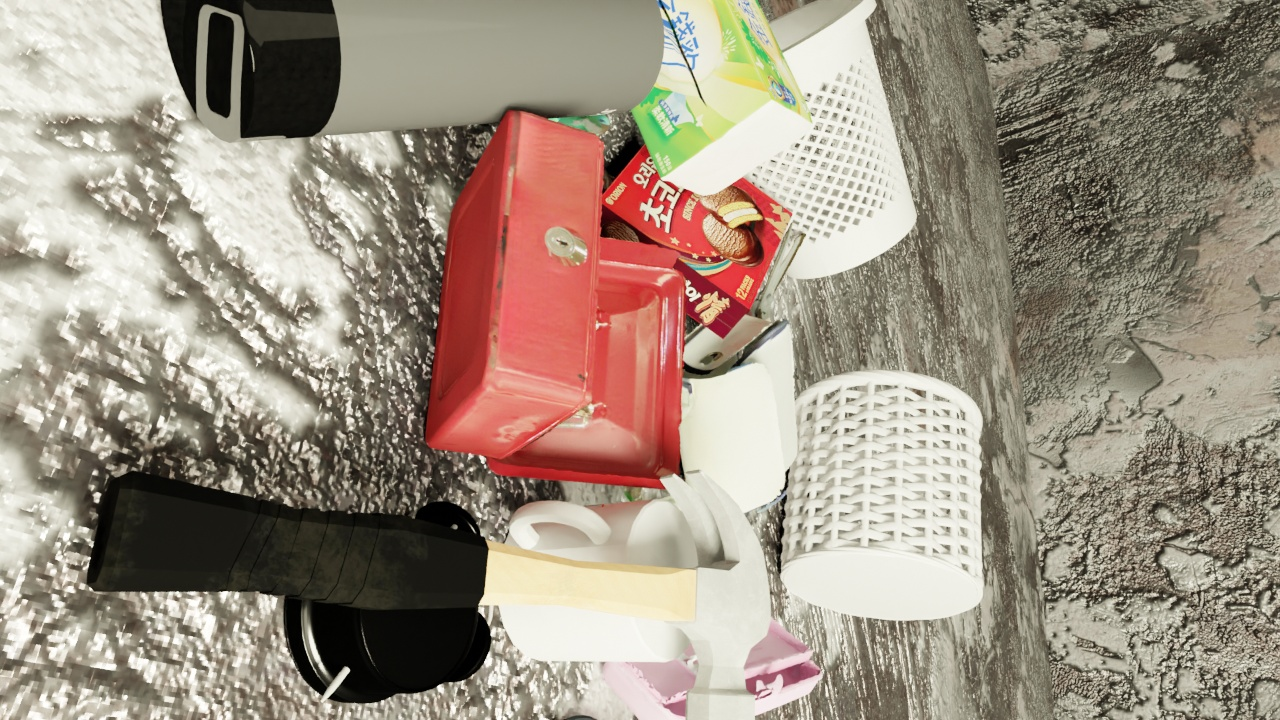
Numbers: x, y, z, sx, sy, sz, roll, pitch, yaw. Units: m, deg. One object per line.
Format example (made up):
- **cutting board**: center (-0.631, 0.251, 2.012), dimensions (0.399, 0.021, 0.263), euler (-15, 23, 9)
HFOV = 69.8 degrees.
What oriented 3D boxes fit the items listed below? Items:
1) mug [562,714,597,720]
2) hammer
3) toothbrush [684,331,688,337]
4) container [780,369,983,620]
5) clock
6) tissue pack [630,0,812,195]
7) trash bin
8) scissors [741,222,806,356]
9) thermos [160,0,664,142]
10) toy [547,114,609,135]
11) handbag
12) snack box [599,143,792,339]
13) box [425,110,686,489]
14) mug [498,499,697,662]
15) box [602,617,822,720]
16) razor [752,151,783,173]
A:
- **mug**: center (-0.022, 0.263, 0.545), dimensions (0.077, 0.071, 0.105), euler (28, 31, -55)
- **hammer**: center (-0.063, 0.098, 0.420), dimensions (0.327, 0.039, 0.131), euler (17, 67, -37)
- **toothbrush**: center (0.076, 0.020, 0.832), dimensions (0.181, 0.018, 0.015), euler (46, 43, -44)
- **container**: center (0.238, 0.136, 0.904), dimensions (0.189, 0.190, 0.186), euler (46, 45, -44)
- **clock**: center (-0.112, 0.116, 0.447), dimensions (0.120, 0.043, 0.091), euler (6, 76, -60)
- **tissue pack**: center (0.022, -0.235, 0.664), dimensions (0.141, 0.120, 0.197), euler (2, 56, -56)
- **trash bin**: center (0.150, -0.194, 0.829), dimensions (0.199, 0.196, 0.194), euler (60, 35, -22)
- **scissors**: center (0.089, -0.015, 0.787), dimensions (0.184, 0.015, 0.180), euler (-39, 141, -33)
- **thermos**: center (-0.098, -0.158, 0.455), dimensions (0.239, 0.082, 0.082), euler (-19, 98, -44)
- **toy**: center (-0.090, -0.202, 0.566), dimensions (0.193, 0.073, 0.130), euler (21, 63, -46)
- **handbag**: center (0.057, 0.061, 0.705), dimensions (0.175, 0.074, 0.151), euler (-36, 131, -36)
- **snack box**: center (0.041, -0.107, 0.719), dimensions (0.132, 0.036, 0.151), euler (35, 41, -4)
- **box**: center (-0.038, -0.025, 0.504), dimensions (0.170, 0.156, 0.156), euler (109, -17, -69)
- **mug**: center (-0.030, 0.122, 0.541), dimensions (0.121, 0.090, 0.090), euler (56, 38, -36)
- **box**: center (0.044, 0.195, 0.673), dimensions (0.201, 0.067, 0.153), euler (10, 42, -51)
- **razor**: center (0.114, -0.212, 0.948), dimensions (0.052, 0.047, 0.142), euler (45, 41, -9)
